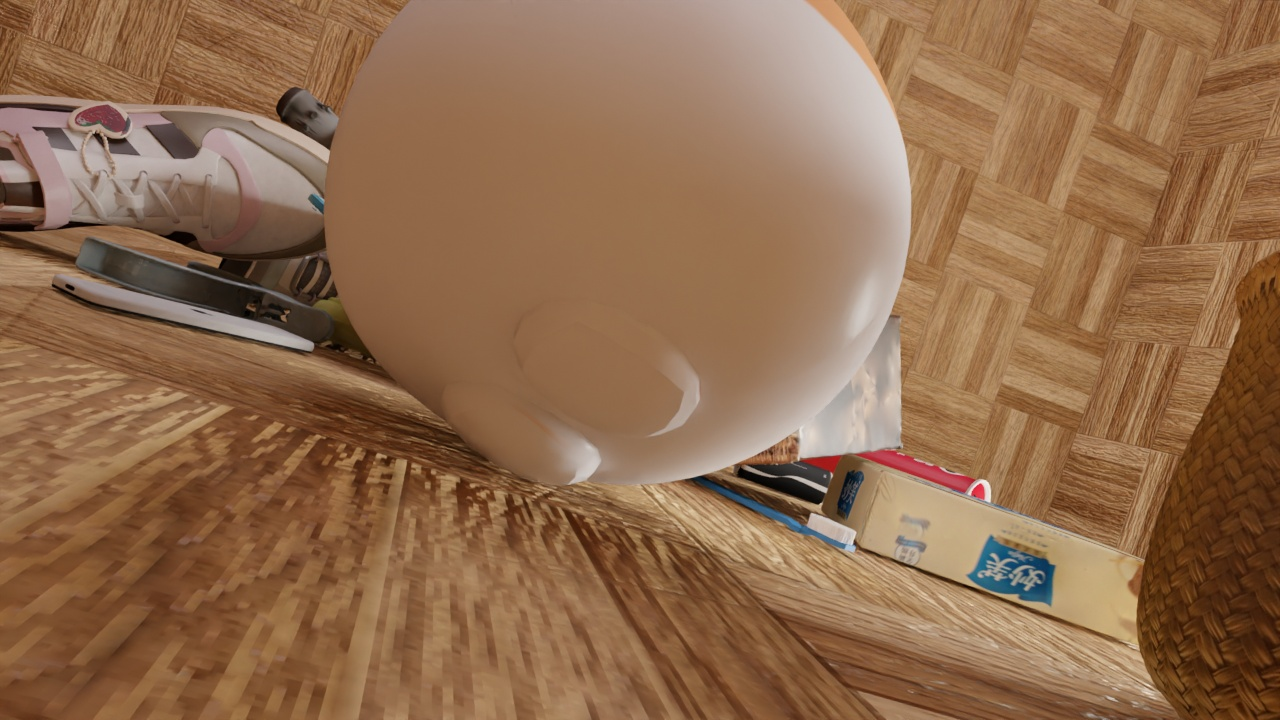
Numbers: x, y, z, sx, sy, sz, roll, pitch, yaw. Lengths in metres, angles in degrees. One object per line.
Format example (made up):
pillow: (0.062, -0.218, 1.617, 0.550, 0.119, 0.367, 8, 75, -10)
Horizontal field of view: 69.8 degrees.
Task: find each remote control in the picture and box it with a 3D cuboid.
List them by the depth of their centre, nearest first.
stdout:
remote control: (-0.257, -0.025, 0.531, 0.045, 0.008, 0.146, 19, 0, 29)

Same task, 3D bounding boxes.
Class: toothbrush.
toothbrush: (0.077, 0.091, 0.598, 0.016, 0.014, 0.167, 19, -1, -35)

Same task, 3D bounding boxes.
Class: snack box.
snack box: (0.246, 0.129, 0.653, 0.207, 0.055, 0.153, 19, -1, 3)

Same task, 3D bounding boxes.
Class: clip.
clip: (-0.316, -0.054, 0.637, 0.169, 0.031, 0.164, 18, 1, 29)

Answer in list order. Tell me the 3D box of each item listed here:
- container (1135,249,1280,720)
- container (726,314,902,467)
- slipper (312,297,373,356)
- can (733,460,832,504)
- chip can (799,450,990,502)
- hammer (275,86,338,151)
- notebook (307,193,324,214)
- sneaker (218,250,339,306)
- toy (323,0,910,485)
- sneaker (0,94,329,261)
container: (0.339, 0.089, 0.310, 0.307, 0.196, 0.307, 19, 2, -1)
container: (0.104, 0.016, 0.670, 0.113, 0.114, 0.198, -1, 0, 38)
slipper: (-0.195, -0.039, 0.760, 0.092, 0.081, 0.190, 17, 1, 19)
can: (0.124, 0.098, 0.799, 0.080, 0.031, 0.031, 20, 0, 0)
chip can: (0.253, 0.125, 0.981, 0.221, 0.069, 0.069, 19, 0, 42)
hammer: (-0.215, -0.152, 0.903, 0.325, 0.101, 0.189, 39, 42, -6)
notebook: (-0.109, -0.020, 0.665, 0.253, 0.009, 0.181, 42, 6, 13)
sneaker: (-0.301, -0.074, 0.898, 0.160, 0.093, 0.257, 28, 0, -10)
toy: (-0.002, -0.079, 0.443, 0.265, 0.279, 0.264, 34, -39, -19)
sneaker: (-0.345, -0.121, 0.640, 0.293, 0.112, 0.116, 7, 21, -22)
